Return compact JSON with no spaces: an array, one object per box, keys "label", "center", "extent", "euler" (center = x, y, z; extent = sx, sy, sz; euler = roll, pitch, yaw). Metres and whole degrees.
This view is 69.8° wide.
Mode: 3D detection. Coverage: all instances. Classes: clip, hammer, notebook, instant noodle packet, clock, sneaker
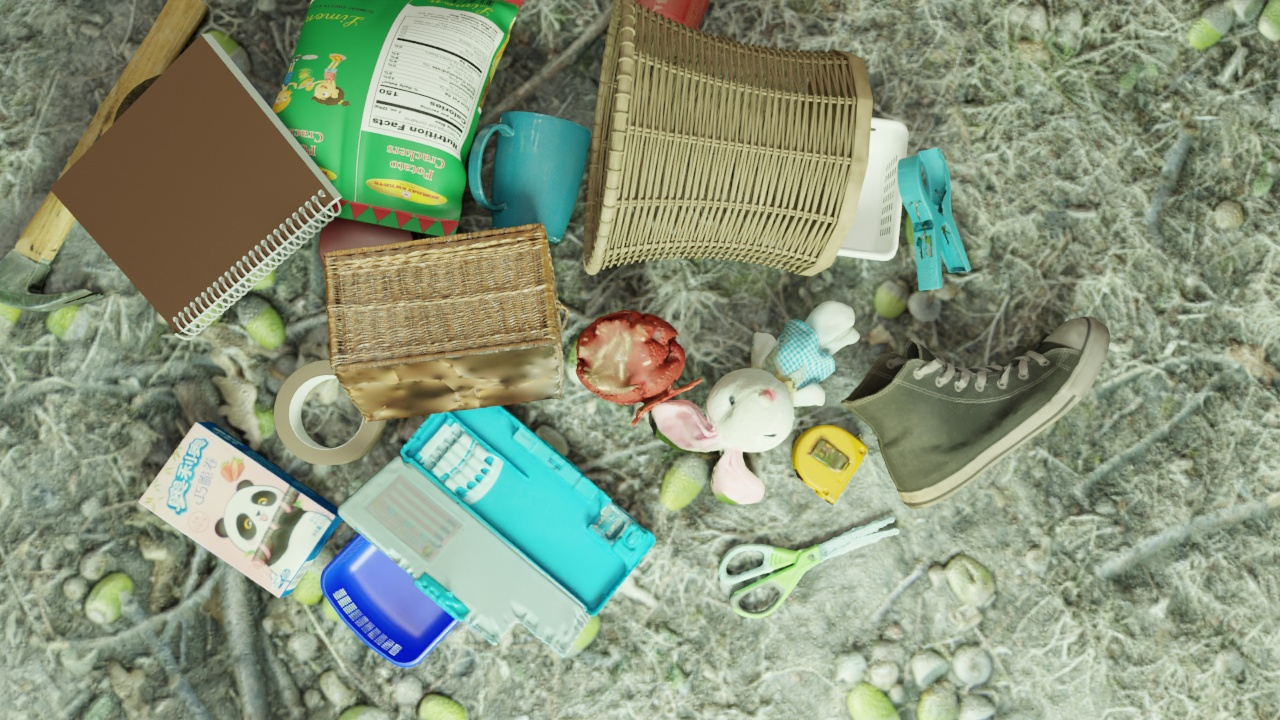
[{"label":"clip","center":[0.253,-0.124,0.819],"extent":[0.113,0.028,0.127],"euler":[-15,99,-43]},{"label":"hammer","center":[-0.496,-0.195,0.843],"extent":[0.132,0.033,0.330],"euler":[28,85,3]},{"label":"notebook","center":[-0.379,-0.139,0.783],"extent":[0.209,0.022,0.171],"euler":[-34,102,19]},{"label":"instant noodle packet","center":[-0.228,-0.240,0.819],"extent":[0.195,0.090,0.252],"euler":[11,74,4]},{"label":"clock","center":[-0.246,-0.111,0.835],"extent":[0.087,0.044,0.124],"euler":[-10,86,-2]},{"label":"sneaker","center":[0.297,0.014,0.812],"extent":[0.235,0.095,0.120],"euler":[-36,96,5]}]

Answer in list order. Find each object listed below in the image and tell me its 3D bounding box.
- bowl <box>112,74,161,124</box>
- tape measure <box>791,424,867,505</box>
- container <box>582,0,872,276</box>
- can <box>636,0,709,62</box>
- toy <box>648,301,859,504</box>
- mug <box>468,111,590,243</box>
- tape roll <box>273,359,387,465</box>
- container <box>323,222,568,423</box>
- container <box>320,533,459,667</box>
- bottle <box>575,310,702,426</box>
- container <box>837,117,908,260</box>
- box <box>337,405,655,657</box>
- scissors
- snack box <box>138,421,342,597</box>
[{"label":"bowl","center":[-0.402,-0.194,0.829],"extent":[0.121,0.056,0.121],"euler":[-2,100,-9]},{"label":"tape measure","center":[0.169,0.087,0.836],"extent":[0.059,0.030,0.068],"euler":[35,85,0]},{"label":"container","center":[0.063,-0.176,0.768],"extent":[0.196,0.227,0.226],"euler":[6,85,-8]},{"label":"can","center":[0.041,-0.368,0.852],"extent":[0.067,0.067,0.170],"euler":[19,85,0]},{"label":"toy","center":[0.119,0.029,0.804],"extent":[0.205,0.106,0.131],"euler":[-42,90,-3]},{"label":"mug","center":[-0.104,-0.163,0.815],"extent":[0.085,0.112,0.104],"euler":[12,93,42]},{"label":"tape roll","center":[-0.278,0.047,0.828],"extent":[0.093,0.030,0.093],"euler":[0,85,-1]},{"label":"container","center":[-0.160,-0.028,0.776],"extent":[0.198,0.114,0.112],"euler":[-8,63,-4]},{"label":"container","center":[-0.209,0.198,0.803],"extent":[0.114,0.058,0.096],"euler":[44,85,2]},{"label":"bottle","center":[-0.005,0.005,0.794],"extent":[0.099,0.111,0.099],"euler":[-1,83,5]},{"label":"container","center":[0.196,-0.155,0.847],"extent":[0.081,0.049,0.129],"euler":[7,85,-1]},{"label":"box","center":[-0.122,0.147,0.803],"extent":[0.227,0.074,0.180],"euler":[40,61,2]},{"label":"scissors","center":[0.158,0.183,0.838],"extent":[0.175,0.033,0.072],"euler":[-19,82,1]},{"label":"snack box","center":[-0.354,0.131,0.818],"extent":[0.154,0.033,0.088],"euler":[33,84,2]}]
